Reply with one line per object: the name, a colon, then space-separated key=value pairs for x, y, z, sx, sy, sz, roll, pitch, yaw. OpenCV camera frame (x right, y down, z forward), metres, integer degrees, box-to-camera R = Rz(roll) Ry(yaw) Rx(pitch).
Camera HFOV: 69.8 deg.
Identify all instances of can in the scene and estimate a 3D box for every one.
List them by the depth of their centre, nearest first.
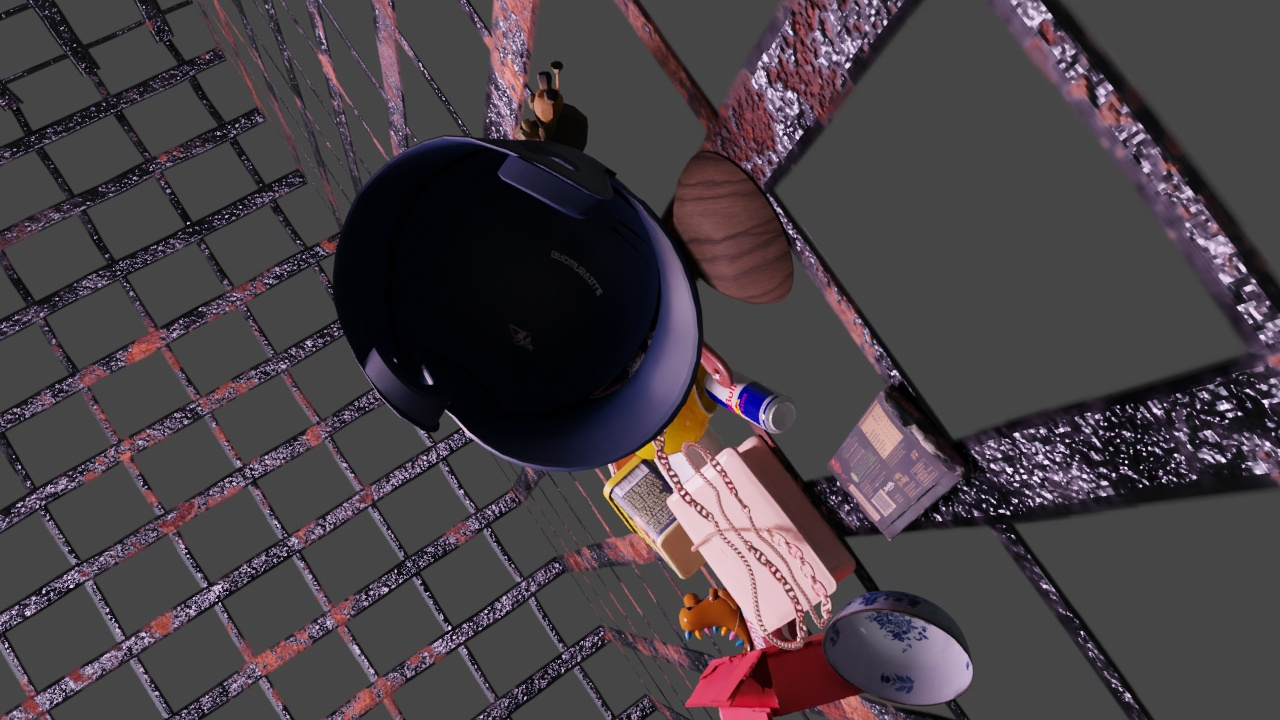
can: x=0.090 y=0.031 z=0.757 sx=0.095 sy=0.032 sz=0.032 roll=29 pitch=148 yaw=57
can: x=0.150 y=0.303 z=1.044 sx=0.054 sy=0.054 sz=0.097 roll=37 pitch=154 yaw=50
can: x=0.030 y=0.191 z=1.116 sx=0.104 sy=0.075 sz=0.135 roll=41 pitch=168 yaw=36

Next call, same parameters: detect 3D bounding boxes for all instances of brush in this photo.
brush: x=0.033 y=-0.042 z=0.788 sx=0.172 sy=0.030 sz=0.041 roll=48 pitch=161 yaw=30

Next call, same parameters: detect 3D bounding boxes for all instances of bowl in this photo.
bowl: x=0.055 y=-0.085 z=0.645 sx=0.119 sy=0.032 sz=0.119 roll=50 pitch=162 yaw=22
bowl: x=0.202 y=0.216 z=0.717 sx=0.114 sy=0.045 sz=0.114 roll=13 pitch=131 yaw=15
bowl: x=0.029 y=0.026 z=0.820 sx=0.068 sy=0.117 sz=0.117 roll=-11 pitch=118 yaw=26
bowl: x=0.057 y=0.101 z=0.939 sx=0.105 sy=0.054 sz=0.105 roll=48 pitch=160 yaw=22

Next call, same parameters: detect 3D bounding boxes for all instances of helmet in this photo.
helmet: x=-0.075 y=-0.043 z=0.716 sx=0.272 sy=0.232 sz=0.222 roll=42 pitch=-166 yaw=14

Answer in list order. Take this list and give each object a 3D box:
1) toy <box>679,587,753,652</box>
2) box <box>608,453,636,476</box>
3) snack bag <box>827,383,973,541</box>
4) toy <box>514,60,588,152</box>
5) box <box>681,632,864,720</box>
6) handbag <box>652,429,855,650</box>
toy: x=0.100 y=0.343 z=1.178 sx=0.071 sy=0.090 sz=0.103 roll=94 pitch=161 yaw=-63
box: x=-0.022 y=0.098 z=1.131 sx=0.054 sy=0.078 sz=0.187 roll=3 pitch=135 yaw=19
snack bag: x=0.172 y=0.075 z=0.632 sx=0.074 sy=0.018 sz=0.155 roll=51 pitch=162 yaw=18
toy: x=-0.073 y=-0.200 z=0.753 sx=0.100 sy=0.062 sz=0.076 roll=95 pitch=159 yaw=-56
box: x=0.050 y=0.352 z=0.810 sx=0.107 sy=0.409 sz=0.212 roll=53 pitch=162 yaw=12
handbag: x=0.065 y=0.159 z=0.785 sx=0.117 sy=0.186 sz=0.198 roll=-44 pitch=74 yaw=32
